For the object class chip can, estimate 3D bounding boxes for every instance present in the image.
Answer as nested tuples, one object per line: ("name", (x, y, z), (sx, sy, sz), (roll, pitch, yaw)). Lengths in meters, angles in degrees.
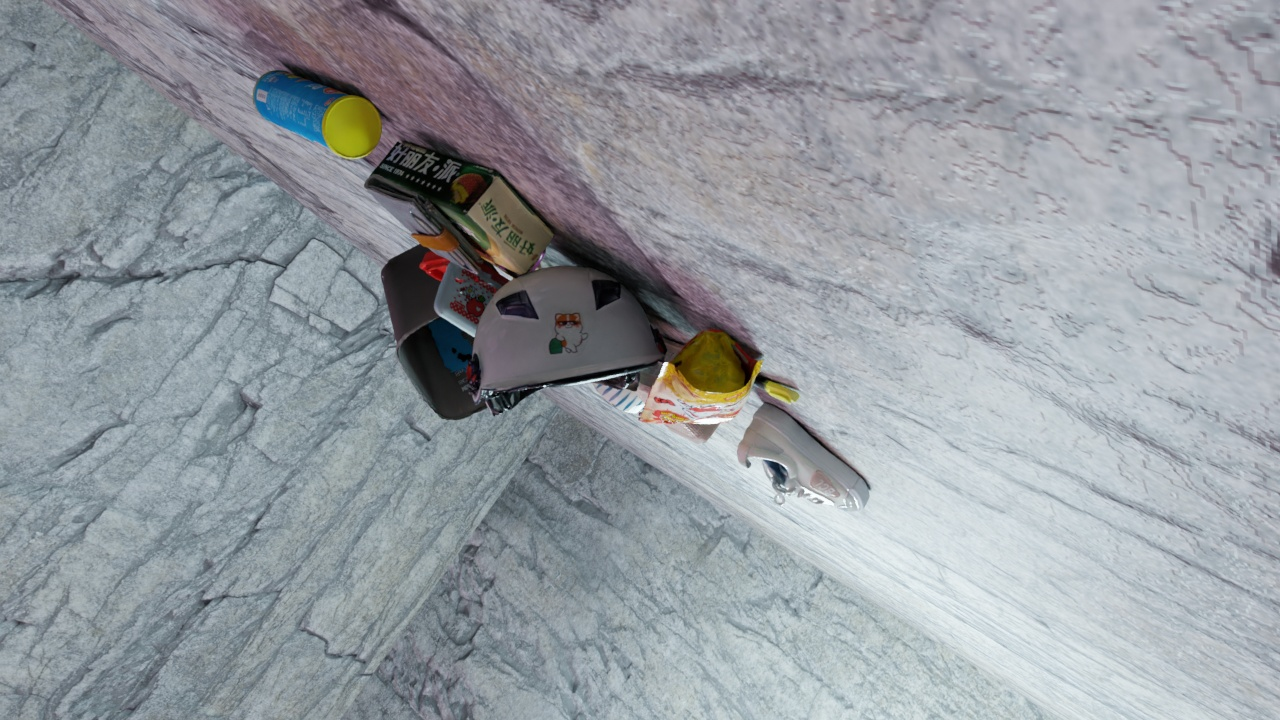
("chip can", (-0.394, -0.301, 1.110), (0.210, 0.071, 0.071), (28, 169, 42))

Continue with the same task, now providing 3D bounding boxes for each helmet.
("helmet", (-0.093, -0.034, 1.068), (0.274, 0.230, 0.157), (128, 131, -80))

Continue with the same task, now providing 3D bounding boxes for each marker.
("marker", (0.138, 0.028, 1.051), (0.018, 0.015, 0.124), (46, 169, -30))

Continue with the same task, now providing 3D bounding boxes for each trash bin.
("trash bin", (-0.276, -0.065, 1.387), (0.219, 0.199, 0.199), (54, 171, 44))

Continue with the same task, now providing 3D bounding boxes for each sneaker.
("sneaker", (0.214, 0.155, 1.208), (0.242, 0.090, 0.089), (40, 172, -33))

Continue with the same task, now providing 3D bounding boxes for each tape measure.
("tape measure", (-0.146, -0.130, 1.136), (0.039, 0.056, 0.058), (36, 149, 3))

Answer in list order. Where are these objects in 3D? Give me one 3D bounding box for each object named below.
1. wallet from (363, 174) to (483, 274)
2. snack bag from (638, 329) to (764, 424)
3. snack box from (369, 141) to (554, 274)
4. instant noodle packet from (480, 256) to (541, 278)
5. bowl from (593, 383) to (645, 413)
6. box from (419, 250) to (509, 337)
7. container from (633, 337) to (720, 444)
("wallet", (-0.245, -0.151, 1.045), (0.107, 0.037, 0.130), (29, 168, 40))
("snack bag", (0.069, 0.036, 1.050), (0.128, 0.073, 0.208), (-3, 159, -7))
("snack box", (-0.213, -0.183, 1.080), (0.240, 0.063, 0.114), (27, 167, 45))
("instant noodle packet", (-0.200, -0.154, 1.263), (0.128, 0.044, 0.111), (33, 174, 27))
("bowl", (-0.007, 0.007, 1.255), (0.116, 0.116, 0.066), (37, 130, -14))
("box", (-0.198, -0.060, 1.195), (0.095, 0.100, 0.201), (-3, 153, 43))
("container", (0.051, 0.036, 1.195), (0.111, 0.090, 0.090), (44, 168, -33))
